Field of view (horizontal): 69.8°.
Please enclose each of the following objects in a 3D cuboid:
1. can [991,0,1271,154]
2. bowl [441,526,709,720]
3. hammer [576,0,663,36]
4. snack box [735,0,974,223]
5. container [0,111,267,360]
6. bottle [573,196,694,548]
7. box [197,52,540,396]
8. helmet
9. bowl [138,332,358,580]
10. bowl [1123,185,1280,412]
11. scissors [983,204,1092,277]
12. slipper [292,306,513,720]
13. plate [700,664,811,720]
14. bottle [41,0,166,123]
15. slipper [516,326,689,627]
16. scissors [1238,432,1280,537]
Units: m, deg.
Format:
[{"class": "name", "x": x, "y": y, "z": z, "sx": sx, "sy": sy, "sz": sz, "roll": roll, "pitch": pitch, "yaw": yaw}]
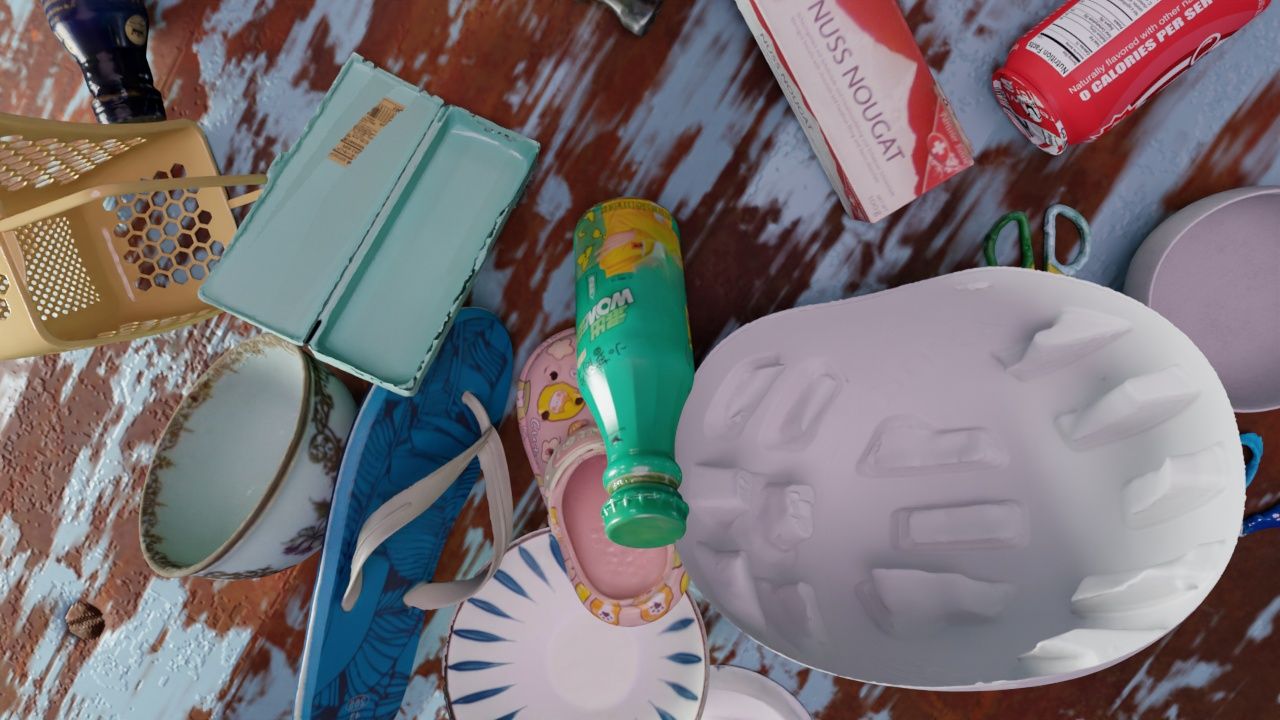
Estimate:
[{"class": "can", "x": 0.283, "y": -0.190, "z": 0.531, "sx": 0.142, "sy": 0.074, "sz": 0.074, "roll": -39, "pitch": 96, "yaw": 10}, {"class": "bowl", "x": -0.037, "y": 0.202, "z": 0.617, "sx": 0.177, "sy": 0.071, "sz": 0.177, "roll": -3, "pitch": 75, "yaw": 11}, {"class": "hammer", "x": 0.026, "y": -0.374, "z": 0.537, "sx": 0.133, "sy": 0.033, "sz": 0.333, "roll": 30, "pitch": 100, "yaw": -1}, {"class": "snack box", "x": 0.101, "y": -0.215, "z": 0.537, "sx": 0.076, "sy": 0.044, "sz": 0.273, "roll": -31, "pitch": 104, "yaw": 3}, {"class": "container", "x": -0.305, "y": -0.076, "z": 0.538, "sx": 0.167, "sy": 0.183, "sz": 0.129, "roll": -15, "pitch": 99, "yaw": 13}, {"class": "bottle", "x": -0.003, "y": 0.003, "z": 0.529, "sx": 0.068, "sy": 0.068, "sz": 0.209, "roll": -7, "pitch": 57, "yaw": 5}, {"class": "box", "x": -0.157, "y": -0.085, "z": 0.554, "sx": 0.136, "sy": 0.033, "sz": 0.186, "roll": 25, "pitch": 68, "yaw": -1}, {"class": "helmet", "x": 0.166, "y": 0.065, "z": 0.506, "sx": 0.283, "sy": 0.183, "sz": 0.223, "roll": -21, "pitch": 60, "yaw": 38}, {"class": "bowl", "x": -0.233, "y": 0.073, "z": 0.595, "sx": 0.160, "sy": 0.160, "sz": 0.094, "roll": -43, "pitch": 136, "yaw": 10}, {"class": "bowl", "x": 0.362, "y": -0.039, "z": 0.560, "sx": 0.132, "sy": 0.064, "sz": 0.132, "roll": 1, "pitch": 101, "yaw": 4}, {"class": "scissors", "x": 0.266, "y": -0.037, "z": 0.594, "sx": 0.070, "sy": 0.014, "sz": 0.130, "roll": -14, "pitch": 99, "yaw": 6}, {"class": "slipper", "x": -0.137, "y": 0.107, "z": 0.567, "sx": 0.060, "sy": 0.118, "sz": 0.294, "roll": 13, "pitch": 86, "yaw": 38}, {"class": "plate", "x": 0.055, "y": 0.297, "z": 0.670, "sx": 0.157, "sy": 0.014, "sz": 0.157, "roll": 1, "pitch": 100, "yaw": 3}, {"class": "bottle", "x": -0.343, "y": -0.225, "z": 0.575, "sx": 0.056, "sy": 0.056, "sz": 0.161, "roll": -13, "pitch": 100, "yaw": 6}, {"class": "slipper", "x": -0.029, "y": 0.068, "z": 0.572, "sx": 0.093, "sy": 0.081, "sz": 0.197, "roll": -16, "pitch": 76, "yaw": 5}, {"class": "scissors", "x": 0.405, "y": 0.117, "z": 0.613, "sx": 0.104, "sy": 0.015, "sz": 0.133, "roll": 18, "pitch": 103, "yaw": -1}]
